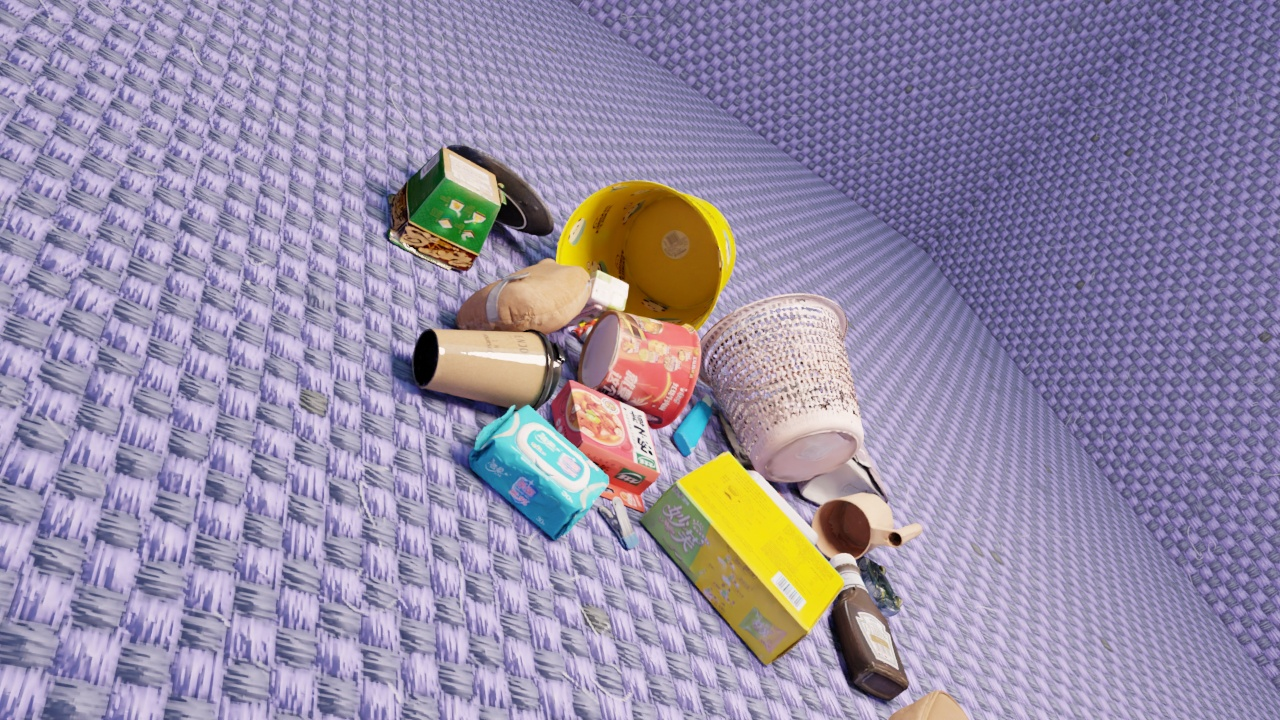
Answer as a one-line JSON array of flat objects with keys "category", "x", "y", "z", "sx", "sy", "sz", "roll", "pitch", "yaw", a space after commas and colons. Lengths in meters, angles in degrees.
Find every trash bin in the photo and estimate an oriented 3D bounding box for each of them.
[{"category": "trash bin", "x": 0.204, "y": 0.051, "z": 1.257, "sx": 0.227, "sy": 0.228, "sz": 0.192, "roll": 20, "pitch": 43, "yaw": -40}, {"category": "trash bin", "x": 0.029, "y": -0.146, "z": 1.331, "sx": 0.229, "sy": 0.230, "sz": 0.254, "roll": 43, "pitch": 19, "yaw": 3}]

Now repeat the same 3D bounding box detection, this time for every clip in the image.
[{"category": "clip", "x": -0.022, "y": 0.173, "z": 0.966, "sx": 0.024, "sy": 0.026, "sz": 0.056, "roll": -14, "pitch": 71, "yaw": -58}]

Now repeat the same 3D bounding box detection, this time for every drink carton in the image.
[{"category": "drink carton", "x": -0.074, "y": -0.076, "z": 1.174, "sx": 0.053, "sy": 0.123, "sz": 0.045, "roll": 23, "pitch": 69, "yaw": -34}]

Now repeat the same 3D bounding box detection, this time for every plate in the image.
[{"category": "plate", "x": -0.197, "y": -0.221, "z": 1.238, "sx": 0.179, "sy": 0.024, "sz": 0.180, "roll": 30, "pitch": -19, "yaw": 11}]

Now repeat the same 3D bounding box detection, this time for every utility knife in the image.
[{"category": "utility knife", "x": 0.078, "y": 0.081, "z": 1.258, "sx": 0.034, "sy": 0.018, "sz": 0.186, "roll": 52, "pitch": 24, "yaw": -4}]

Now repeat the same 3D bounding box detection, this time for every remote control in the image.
[{"category": "remote control", "x": 0.166, "y": 0.186, "z": 1.148, "sx": 0.136, "sy": 0.056, "sz": 0.020, "roll": 46, "pitch": 62, "yaw": -18}]

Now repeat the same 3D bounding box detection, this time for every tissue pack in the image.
[{"category": "tissue pack", "x": -0.101, "y": 0.106, "z": 0.914, "sx": 0.133, "sy": 0.050, "sz": 0.093, "roll": 40, "pitch": 25, "yaw": -2}]

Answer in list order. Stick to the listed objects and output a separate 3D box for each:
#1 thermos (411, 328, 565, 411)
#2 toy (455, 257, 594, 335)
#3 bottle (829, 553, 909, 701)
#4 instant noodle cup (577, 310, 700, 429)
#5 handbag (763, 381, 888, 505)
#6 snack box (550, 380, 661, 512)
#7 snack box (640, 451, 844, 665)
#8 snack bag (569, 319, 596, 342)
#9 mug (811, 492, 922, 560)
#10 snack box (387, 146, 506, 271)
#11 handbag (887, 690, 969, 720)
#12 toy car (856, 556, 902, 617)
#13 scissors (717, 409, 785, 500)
[{"category": "thermos", "x": -0.159, "y": 0.006, "z": 0.957, "sx": 0.143, "sy": 0.093, "sz": 0.093, "roll": 10, "pitch": 39, "yaw": -38}, {"category": "toy", "x": -0.122, "y": -0.080, "z": 1.100, "sx": 0.225, "sy": 0.143, "sz": 0.082, "roll": -48, "pitch": 134, "yaw": -65}, {"category": "bottle", "x": 0.268, "y": 0.316, "z": 1.121, "sx": 0.080, "sy": 0.044, "sz": 0.194, "roll": 32, "pitch": 25, "yaw": -21}, {"category": "instant noodle cup", "x": -0.007, "y": 0.007, "z": 1.132, "sx": 0.108, "sy": 0.138, "sz": 0.137, "roll": 19, "pitch": 32, "yaw": -25}, {"category": "handbag", "x": 0.284, "y": 0.134, "z": 1.388, "sx": 0.145, "sy": 0.099, "sz": 0.196, "roll": 35, "pitch": 23, "yaw": -32}, {"category": "snack box", "x": -0.037, "y": 0.095, "z": 1.033, "sx": 0.113, "sy": 0.044, "sz": 0.127, "roll": 26, "pitch": 29, "yaw": -31}, {"category": "snack box", "x": 0.119, "y": 0.215, "z": 1.035, "sx": 0.210, "sy": 0.070, "sz": 0.157, "roll": 47, "pitch": 25, "yaw": 13}, {"category": "snack bag", "x": -0.048, "y": -0.014, "z": 1.216, "sx": 0.045, "sy": 0.026, "sz": 0.105, "roll": -24, "pitch": 69, "yaw": -46}, {"category": "mug", "x": 0.310, "y": 0.227, "z": 1.247, "sx": 0.125, "sy": 0.084, "sz": 0.103, "roll": 4, "pitch": 1, "yaw": 33}, {"category": "snack box", "x": -0.238, "y": -0.193, "z": 1.138, "sx": 0.117, "sy": 0.106, "sz": 0.118, "roll": 24, "pitch": 29, "yaw": -32}, {"category": "handbag", "x": 0.294, "y": 0.431, "z": 0.914, "sx": 0.147, "sy": 0.100, "sz": 0.204, "roll": 55, "pitch": 27, "yaw": 10}, {"category": "toy car", "x": 0.315, "y": 0.301, "z": 1.224, "sx": 0.043, "sy": 0.034, "sz": 0.090, "roll": 24, "pitch": 28, "yaw": -28}, {"category": "scissors", "x": 0.139, "y": 0.145, "z": 1.248, "sx": 0.188, "sy": 0.015, "sz": 0.226, "roll": 13, "pitch": 36, "yaw": -47}]
